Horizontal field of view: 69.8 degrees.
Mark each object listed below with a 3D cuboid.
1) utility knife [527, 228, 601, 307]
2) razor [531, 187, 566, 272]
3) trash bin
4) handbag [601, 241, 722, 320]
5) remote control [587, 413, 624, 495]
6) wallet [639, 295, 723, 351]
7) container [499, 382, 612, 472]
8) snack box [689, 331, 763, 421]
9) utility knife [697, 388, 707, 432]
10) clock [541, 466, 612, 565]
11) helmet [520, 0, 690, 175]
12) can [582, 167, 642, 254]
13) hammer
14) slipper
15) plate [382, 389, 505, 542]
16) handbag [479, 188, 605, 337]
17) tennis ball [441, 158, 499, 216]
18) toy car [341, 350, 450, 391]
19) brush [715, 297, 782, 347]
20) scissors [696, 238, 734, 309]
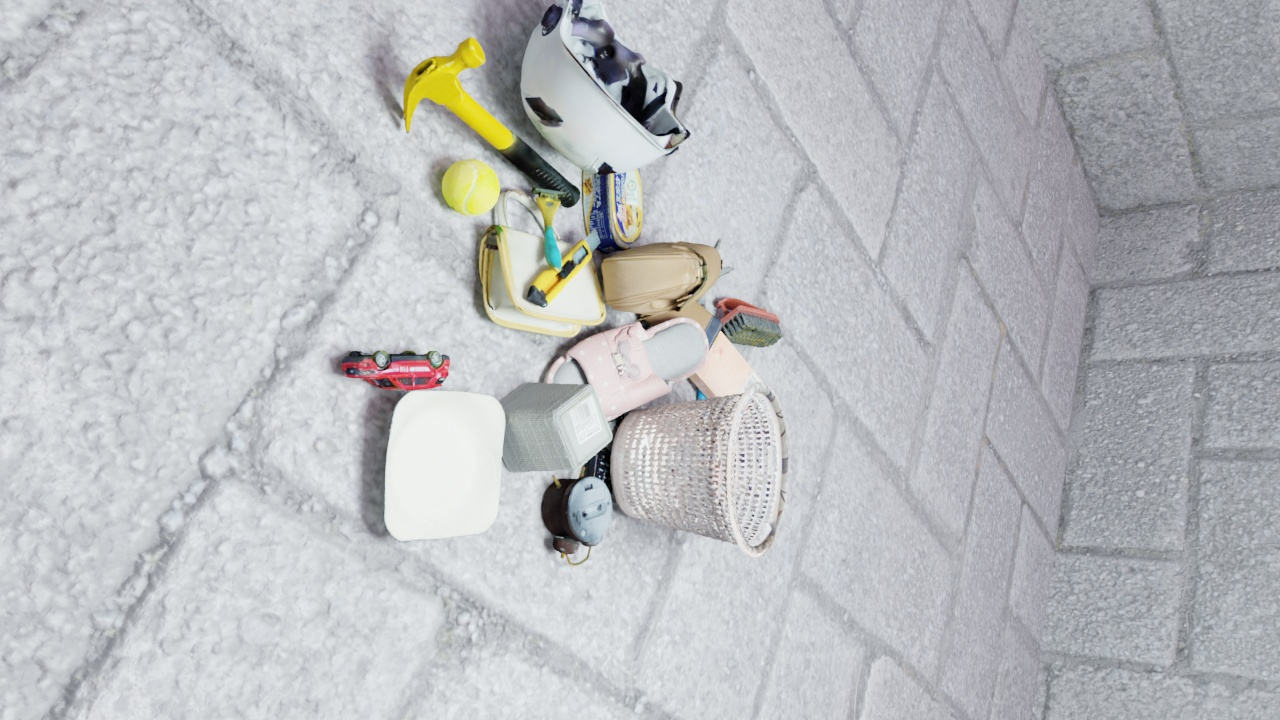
[{"bbox_3d":[-0.089,-0.118,1.132,0.033,0.015,0.191,52,38,-14],"label":"utility knife"},{"bbox_3d":[-0.109,-0.157,1.122,0.043,0.028,0.132,6,54,-24],"label":"razor"},{"bbox_3d":[0.075,0.141,1.231,0.227,0.192,0.227,1,89,-63],"label":"trash bin"},{"bbox_3d":[0.029,-0.108,1.226,0.204,0.148,0.100,-38,120,-74],"label":"handbag"},{"bbox_3d":[-0.049,0.120,1.236,0.053,0.024,0.136,28,66,-49],"label":"remote control"},{"bbox_3d":[0.061,-0.058,1.345,0.115,0.033,0.090,39,54,-12],"label":"wallet"},{"bbox_3d":[-0.106,0.080,1.102,0.090,0.114,0.090,-39,116,-44],"label":"container"},{"bbox_3d":[0.123,0.018,1.415,0.157,0.026,0.084,48,62,-24],"label":"snack box"},{"bbox_3d":[0.103,0.034,1.428,0.034,0.018,0.162,14,77,-49],"label":"utility knife"},{"bbox_3d":[-0.080,0.201,1.169,0.081,0.055,0.122,-9,95,-50],"label":"clock"},{"bbox_3d":[-0.063,-0.325,1.143,0.229,0.146,0.258,39,33,-29],"label":"helmet"},{"bbox_3d":[-0.037,-0.222,1.259,0.074,0.049,0.148,1,86,-49],"label":"can"},{"bbox_3d":[-0.162,-0.260,1.085,0.300,0.129,0.032,33,39,-56],"label":"hammer"},{"bbox_3d":[-0.007,0.007,1.229,0.273,0.055,0.114,-20,91,-35],"label":"slipper"},{"bbox_3d":[-0.222,0.115,1.018,0.164,0.034,0.163,8,85,-51],"label":"plate"},{"bbox_3d":[-0.130,-0.123,1.146,0.163,0.063,0.178,8,66,-49],"label":"handbag"},{"bbox_3d":[-0.196,-0.199,1.058,0.065,0.066,0.065,6,82,-49],"label":"tennis ball"},{"bbox_3d":[-0.258,0.010,0.976,0.120,0.053,0.045,3,87,-51],"label":"toy car"},{"bbox_3d":[0.179,-0.064,1.498,0.145,0.063,0.069,7,52,-50],"label":"brush"},{"bbox_3d":[0.099,-0.125,1.440,0.178,0.014,0.159,11,79,-49],"label":"scissors"}]
